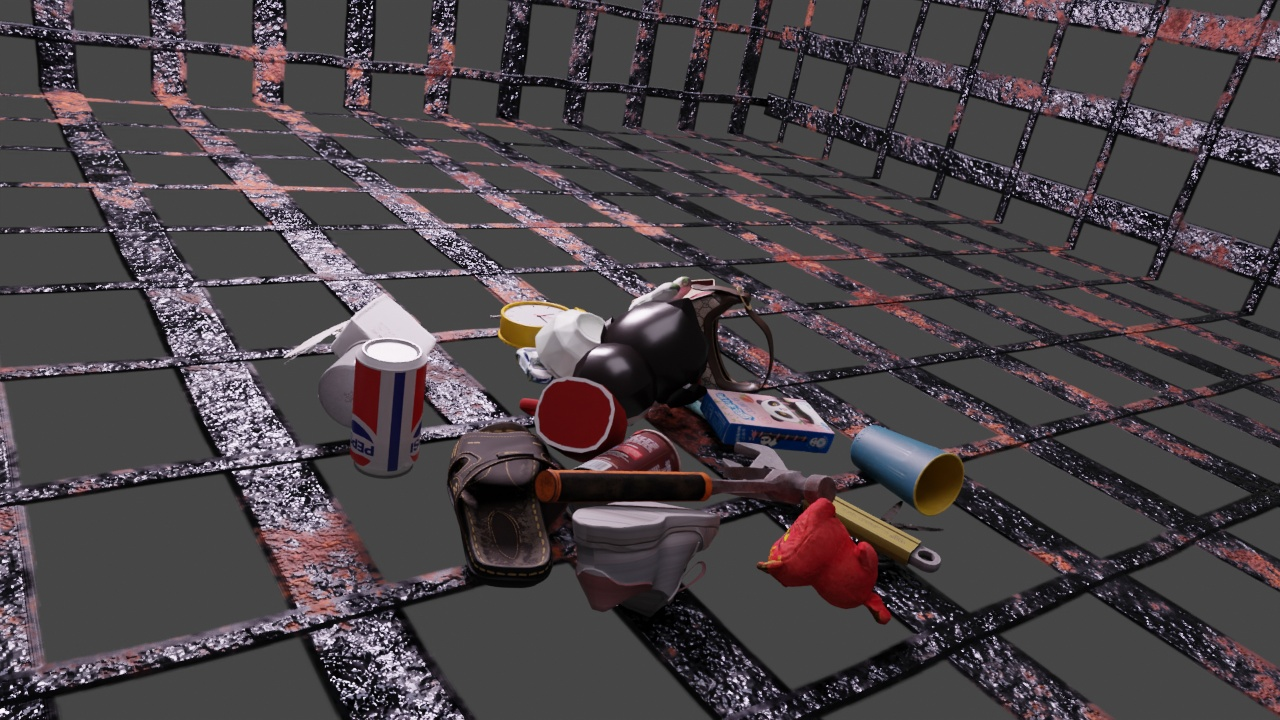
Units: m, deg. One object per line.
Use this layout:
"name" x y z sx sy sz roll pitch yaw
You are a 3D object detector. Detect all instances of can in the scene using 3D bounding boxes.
"can" -0.259 0.049 0.941 0.070 0.132 0.070 9 23 -4

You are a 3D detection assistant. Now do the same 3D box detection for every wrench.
"wrench" 0.203 0.158 1.006 0.274 0.018 0.083 26 32 34

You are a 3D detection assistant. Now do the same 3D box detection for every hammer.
"hammer" 0.034 0.122 0.898 0.313 0.035 0.138 6 -5 -36

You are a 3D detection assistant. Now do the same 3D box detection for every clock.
"clock" -0.135 -0.049 1.334 0.152 0.052 0.113 11 23 10

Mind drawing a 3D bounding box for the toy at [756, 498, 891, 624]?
"toy" 0.177 0.210 0.877 0.094 0.088 0.133 -34 62 -16

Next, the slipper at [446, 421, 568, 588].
"slipper" -0.131 0.121 0.903 0.113 0.076 0.267 6 23 -13

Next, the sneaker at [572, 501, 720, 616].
"sneaker" 0.006 0.182 0.838 0.099 0.089 0.235 7 -2 26

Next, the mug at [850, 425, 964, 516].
"mug" 0.313 0.125 1.096 0.078 0.078 0.121 -3 18 -29

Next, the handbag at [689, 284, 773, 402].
"handbag" 0.109 -0.023 1.227 0.138 0.166 0.063 -4 17 23

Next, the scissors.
"scissors" 0.258 0.184 1.013 0.171 0.013 0.157 12 24 3

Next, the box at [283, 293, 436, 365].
"box" -0.360 -0.013 1.138 0.151 0.132 0.107 41 20 -9

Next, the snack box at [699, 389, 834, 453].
"snack box" 0.161 0.078 1.174 0.154 0.033 0.088 7 25 -22

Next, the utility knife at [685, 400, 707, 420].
"utility knife" 0.097 0.078 1.192 0.022 0.015 0.141 -9 33 -42

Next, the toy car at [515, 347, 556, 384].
"toy car" -0.139 0.005 1.234 0.038 0.027 0.090 1 25 -27

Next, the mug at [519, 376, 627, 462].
"mug" -0.078 0.063 1.006 0.116 0.080 0.096 14 -11 11

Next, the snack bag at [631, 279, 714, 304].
"snack bag" 0.059 -0.058 1.382 0.070 0.094 0.205 21 25 22

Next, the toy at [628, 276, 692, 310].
"toy" 0.015 -0.069 1.235 0.038 0.123 0.079 54 20 16

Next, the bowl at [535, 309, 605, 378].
"bowl" -0.076 -0.024 1.228 0.117 0.061 0.117 22 40 -20

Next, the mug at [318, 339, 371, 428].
"mug" -0.323 0.032 1.037 0.113 0.084 0.070 -19 19 18

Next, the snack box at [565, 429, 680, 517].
"snack box" -0.019 0.124 0.955 0.072 0.072 0.121 24 27 27

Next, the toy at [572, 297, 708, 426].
"toy" -0.007 0.006 1.126 0.159 0.140 0.183 38 46 17
